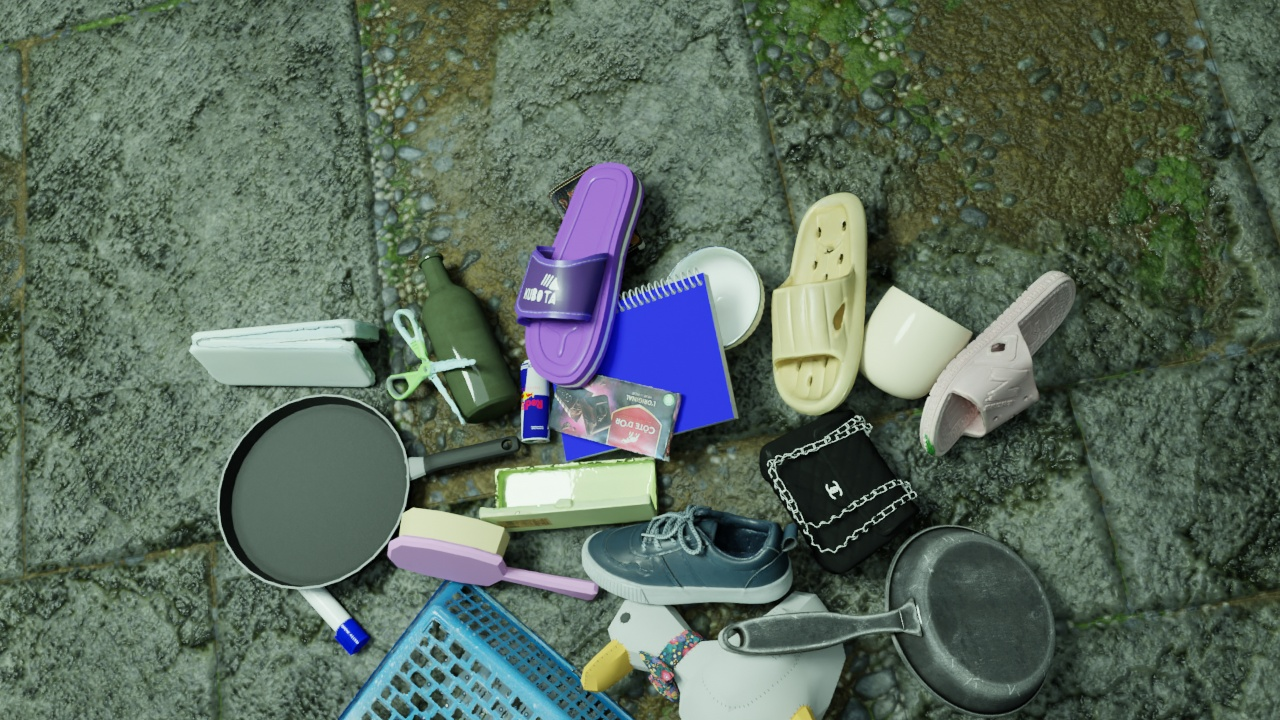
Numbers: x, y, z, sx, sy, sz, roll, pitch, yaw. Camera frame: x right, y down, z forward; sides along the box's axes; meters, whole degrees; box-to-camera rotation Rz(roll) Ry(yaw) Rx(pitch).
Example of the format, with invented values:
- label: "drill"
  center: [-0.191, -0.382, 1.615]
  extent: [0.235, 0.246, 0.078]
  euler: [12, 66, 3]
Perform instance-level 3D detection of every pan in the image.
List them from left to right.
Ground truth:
- label: "pan"
  center: [-0.310, 0.137, 1.060]
  extent: [0.356, 0.034, 0.225]
  euler: [-12, 70, 1]
- label: "pan"
  center: [0.248, 0.250, 0.878]
  extent: [0.356, 0.055, 0.187]
  euler: [1, 63, -18]

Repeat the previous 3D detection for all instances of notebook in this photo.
- label: "notebook"
  center: [-0.006, 0.006, 1.020]
  extent: [0.210, 0.022, 0.171]
  euler: [-17, 76, 25]

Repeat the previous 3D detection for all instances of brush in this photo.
- label: "brush"
  center: [-0.155, 0.214, 0.995]
  extent: [0.228, 0.089, 0.043]
  euler: [14, 55, -9]

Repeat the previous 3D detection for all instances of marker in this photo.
- label: "marker"
  center: [-0.363, 0.279, 1.050]
  extent: [0.133, 0.023, 0.027]
  euler: [41, 104, 15]

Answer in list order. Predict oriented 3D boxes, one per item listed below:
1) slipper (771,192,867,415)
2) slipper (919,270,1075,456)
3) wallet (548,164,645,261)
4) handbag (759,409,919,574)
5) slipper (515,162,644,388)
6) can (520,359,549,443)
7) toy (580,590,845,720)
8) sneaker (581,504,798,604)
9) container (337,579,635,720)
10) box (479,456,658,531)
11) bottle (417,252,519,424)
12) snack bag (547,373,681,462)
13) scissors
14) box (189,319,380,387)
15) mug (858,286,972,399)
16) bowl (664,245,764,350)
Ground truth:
- label: "slipper"
  center: [0.183, -0.072, 0.996]
  extent: [0.112, 0.079, 0.261]
  euler: [-11, 62, 51]
- label: "slipper"
  center: [0.384, 0.008, 0.951]
  extent: [0.239, 0.094, 0.064]
  euler: [-47, 47, -7]
- label: "wallet"
  center: [-0.054, -0.168, 1.103]
  extent: [0.072, 0.019, 0.123]
  euler: [-32, 75, 1]
- label: "handbag"
  center: [0.207, 0.128, 0.947]
  extent: [0.125, 0.115, 0.153]
  euler: [-31, 71, -2]
- label: "slipper"
  center: [-0.079, -0.109, 1.022]
  extent: [0.107, 0.084, 0.266]
  euler: [9, 75, 33]
- label: "can"
  center: [-0.121, 0.048, 1.059]
  extent: [0.032, 0.032, 0.095]
  euler: [-4, 77, 8]
- label: "toy"
  center: [0.090, 0.315, 0.918]
  extent: [0.246, 0.141, 0.267]
  euler: [-33, 49, -17]
- label: "sneaker"
  center: [0.046, 0.193, 0.949]
  extent: [0.236, 0.089, 0.087]
  euler: [0, 122, 16]
- label: "container"
  center: [-0.151, 0.428, 0.949]
  extent: [0.362, 0.089, 0.257]
  euler: [36, 85, 15]
- label: "box"
  center: [-0.075, 0.142, 1.014]
  extent: [0.188, 0.091, 0.083]
  euler: [-5, 60, 5]
- label: "bottle"
  center: [-0.210, -0.031, 1.071]
  extent: [0.071, 0.071, 0.206]
  euler: [-26, 75, 2]
- label: "snack bag"
  center: [-0.030, 0.056, 1.007]
  extent: [0.155, 0.018, 0.074]
  euler: [12, 90, 26]
- label: "scissors"
  center: [-0.245, 0.004, 1.047]
  extent: [0.172, 0.024, 0.159]
  euler: [-12, 82, 39]
- label: "box"
  center: [-0.420, -0.028, 1.091]
  extent: [0.215, 0.123, 0.083]
  euler: [2, 54, 5]
- label: "mug"
  center: [0.291, -0.007, 0.977]
  extent: [0.120, 0.096, 0.100]
  euler: [25, 103, -23]
- label: "bowl"
  center: [0.089, -0.064, 1.027]
  extent: [0.118, 0.062, 0.118]
  euler: [-5, 79, 28]
